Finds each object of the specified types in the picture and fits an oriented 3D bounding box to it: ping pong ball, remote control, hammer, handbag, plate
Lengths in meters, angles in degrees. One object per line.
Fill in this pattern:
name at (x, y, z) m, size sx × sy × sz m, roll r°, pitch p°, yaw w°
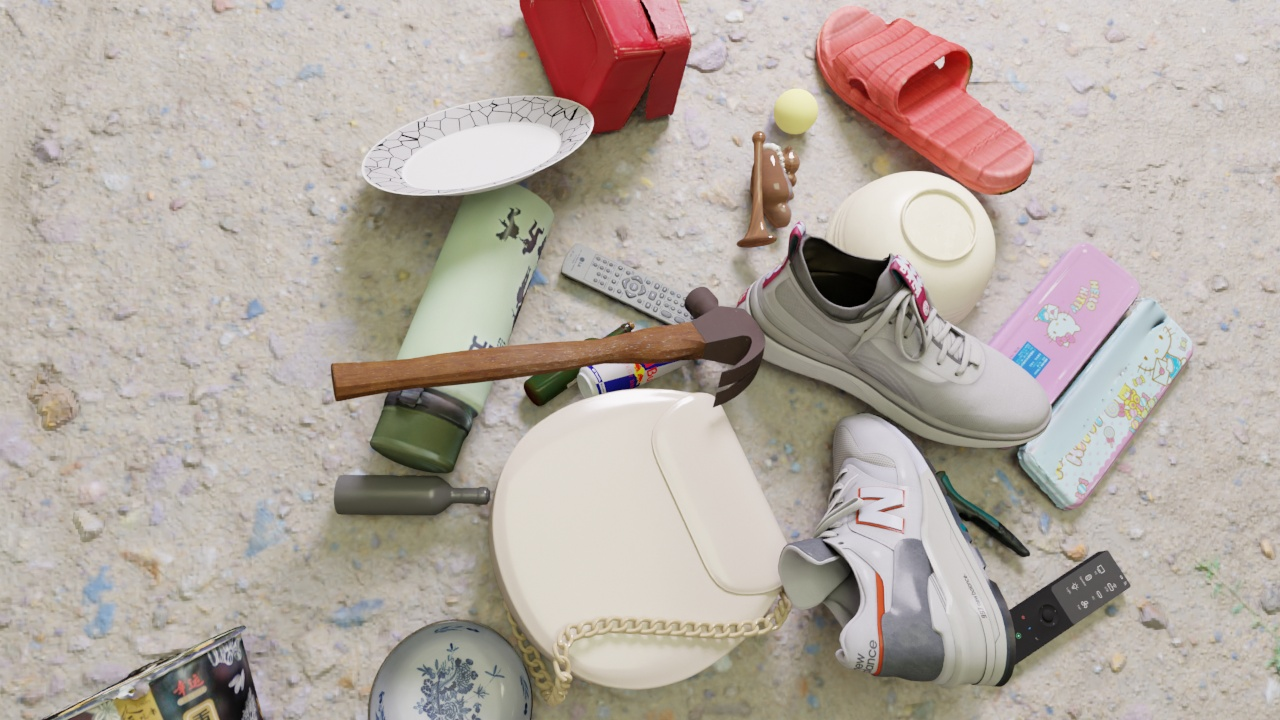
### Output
ping pong ball at (0.141, -0.226, 0.835) m, size 0.040 × 0.040 × 0.040 m, roll 2°, pitch 73°, yaw -7°
remote control at (0.332, 0.206, 0.747) m, size 0.150 × 0.013 × 0.034 m, roll -27°, pitch 79°, yaw -14°
remote control at (-0.002, -0.059, 0.780) m, size 0.136 × 0.013 × 0.033 m, roll 25°, pitch 72°, yaw 0°
hammer at (-0.057, -0.002, 0.673) m, size 0.322 × 0.033 × 0.115 m, roll -7°, pitch 40°, yaw -22°
handbag at (-0.004, 0.129, 0.679) m, size 0.208 × 0.103 × 0.210 m, roll -22°, pitch 79°, yaw -17°
plate at (-0.130, -0.171, 0.745) m, size 0.188 × 0.016 × 0.188 m, roll -7°, pitch 36°, yaw 5°

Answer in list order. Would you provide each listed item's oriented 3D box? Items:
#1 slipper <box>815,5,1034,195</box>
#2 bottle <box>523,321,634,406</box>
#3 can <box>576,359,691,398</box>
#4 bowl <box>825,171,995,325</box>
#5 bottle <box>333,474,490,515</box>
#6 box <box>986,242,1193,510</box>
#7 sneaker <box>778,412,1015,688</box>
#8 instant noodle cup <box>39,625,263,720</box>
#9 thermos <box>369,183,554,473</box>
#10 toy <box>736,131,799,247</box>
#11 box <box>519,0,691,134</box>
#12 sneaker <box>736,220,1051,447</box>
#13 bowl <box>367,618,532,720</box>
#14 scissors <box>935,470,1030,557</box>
slipper at (0.255, -0.248, 0.825) m, size 0.103 × 0.059 × 0.248 m, roll -30°, pitch 66°, yaw -20°
bottle at (-0.048, -0.001, 0.751) m, size 0.106 × 0.025 × 0.025 m, roll -36°, pitch 81°, yaw -16°
can at (-0.004, 0.004, 0.744) m, size 0.095 × 0.032 × 0.032 m, roll -24°, pitch 78°, yaw -23°
bowl at (0.243, -0.103, 0.794) m, size 0.150 × 0.075 × 0.150 m, roll 2°, pitch 73°, yaw -7°
bottle at (-0.171, 0.102, 0.694) m, size 0.113 × 0.030 × 0.030 m, roll 0°, pitch 73°, yaw 0°
box at (0.383, 0.010, 0.805) m, size 0.151 × 0.035 × 0.213 m, roll 44°, pitch 73°, yaw 2°
sneaker at (0.157, 0.130, 0.660) m, size 0.124 × 0.089 × 0.239 m, roll -5°, pitch 39°, yaw -15°
instant noodle cup at (-0.305, 0.254, 0.592) m, size 0.137 × 0.137 × 0.112 m, roll -23°, pitch 87°, yaw -14°
thermos at (-0.140, -0.027, 0.716) m, size 0.082 × 0.082 × 0.231 m, roll 19°, pitch 72°, yaw -2°
toy at (0.114, -0.147, 0.806) m, size 0.054 × 0.042 × 0.101 m, roll 10°, pitch 79°, yaw -45°
box at (-0.032, -0.293, 0.786) m, size 0.110 × 0.134 × 0.157 m, roll -15°, pitch 75°, yaw -15°
sneaker at (0.210, -0.022, 0.720) m, size 0.263 × 0.129 × 0.096 m, roll 25°, pitch 59°, yaw 6°
bowl at (-0.134, 0.245, 0.656) m, size 0.114 × 0.045 × 0.114 m, roll 2°, pitch 73°, yaw -7°
scissors at (0.256, 0.131, 0.756) m, size 0.123 × 0.019 × 0.148 m, roll -3°, pitch 72°, yaw -8°
